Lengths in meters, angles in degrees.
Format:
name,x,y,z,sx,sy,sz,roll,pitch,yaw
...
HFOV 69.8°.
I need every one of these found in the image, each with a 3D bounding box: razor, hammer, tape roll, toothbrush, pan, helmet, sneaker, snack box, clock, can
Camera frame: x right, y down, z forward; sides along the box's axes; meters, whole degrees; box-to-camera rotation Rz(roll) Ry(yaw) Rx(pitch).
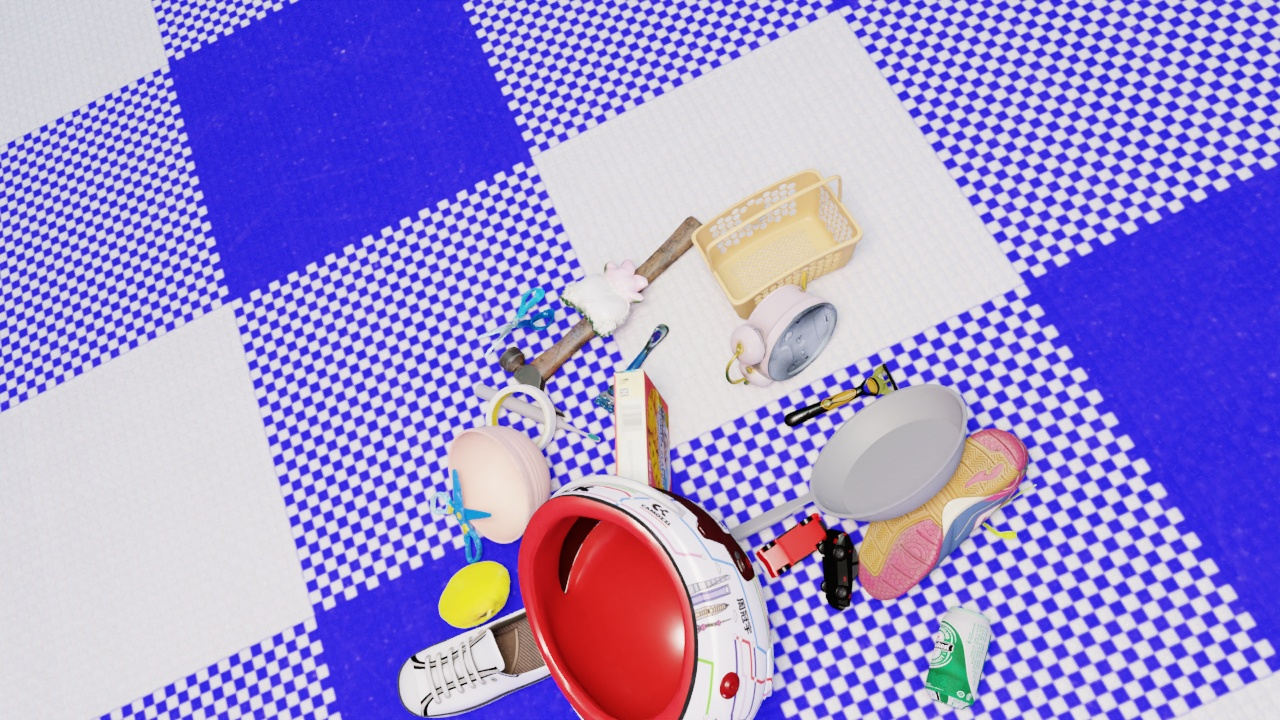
name,x,y,z,sx,sy,sz,roll,pitch,yaw
razor,0.246,0.050,1.139,0.144,0.021,0.044,-23,67,5
hammer,-0.032,-0.069,1.236,0.330,0.033,0.120,-43,72,-6
tape roll,-0.156,0.078,1.193,0.094,0.019,0.094,0,91,20
toothbrush,-0.136,0.071,1.208,0.188,0.019,0.018,21,69,18
pan,0.221,0.150,1.063,0.357,0.200,0.051,-36,110,18
helmet,0.016,0.265,0.986,0.231,0.235,0.314,-25,83,24
sneaker,-0.176,0.348,1.073,0.245,0.097,0.091,-20,67,3
snack box,0.004,0.101,1.101,0.040,0.145,0.142,-7,68,11
sneaker,0.350,0.182,1.045,0.242,0.091,0.116,-49,62,13
razor,-0.007,0.007,1.206,0.044,0.018,0.140,31,79,20
clock,0.168,-0.025,1.132,0.158,0.117,0.059,-42,57,-5
can,0.346,0.324,0.999,0.053,0.053,0.101,16,75,17

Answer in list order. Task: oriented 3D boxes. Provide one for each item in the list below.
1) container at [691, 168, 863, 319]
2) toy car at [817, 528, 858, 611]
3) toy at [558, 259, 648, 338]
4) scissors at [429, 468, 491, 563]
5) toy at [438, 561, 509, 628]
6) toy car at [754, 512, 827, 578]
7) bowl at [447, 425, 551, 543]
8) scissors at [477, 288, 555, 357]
name,x,y,z,sx,sy,sz,roll,pitch,yaw
container,0.168,-0.154,1.149,0.183,0.167,0.129,-29,67,1
toy car,0.230,0.240,1.053,0.036,0.042,0.091,-3,88,-15
toy,-0.040,-0.085,1.205,0.108,0.041,0.095,-39,73,-12
scissors,-0.227,0.195,1.158,0.130,0.013,0.125,5,105,38
toy,-0.203,0.284,1.121,0.095,0.041,0.094,-34,33,-13
toy car,0.182,0.219,1.085,0.089,0.025,0.038,-31,76,-10
bowl,-0.164,0.144,1.139,0.076,0.153,0.153,-23,59,-44
scissors,-0.164,-0.049,1.239,0.129,0.014,0.119,-47,40,-16
